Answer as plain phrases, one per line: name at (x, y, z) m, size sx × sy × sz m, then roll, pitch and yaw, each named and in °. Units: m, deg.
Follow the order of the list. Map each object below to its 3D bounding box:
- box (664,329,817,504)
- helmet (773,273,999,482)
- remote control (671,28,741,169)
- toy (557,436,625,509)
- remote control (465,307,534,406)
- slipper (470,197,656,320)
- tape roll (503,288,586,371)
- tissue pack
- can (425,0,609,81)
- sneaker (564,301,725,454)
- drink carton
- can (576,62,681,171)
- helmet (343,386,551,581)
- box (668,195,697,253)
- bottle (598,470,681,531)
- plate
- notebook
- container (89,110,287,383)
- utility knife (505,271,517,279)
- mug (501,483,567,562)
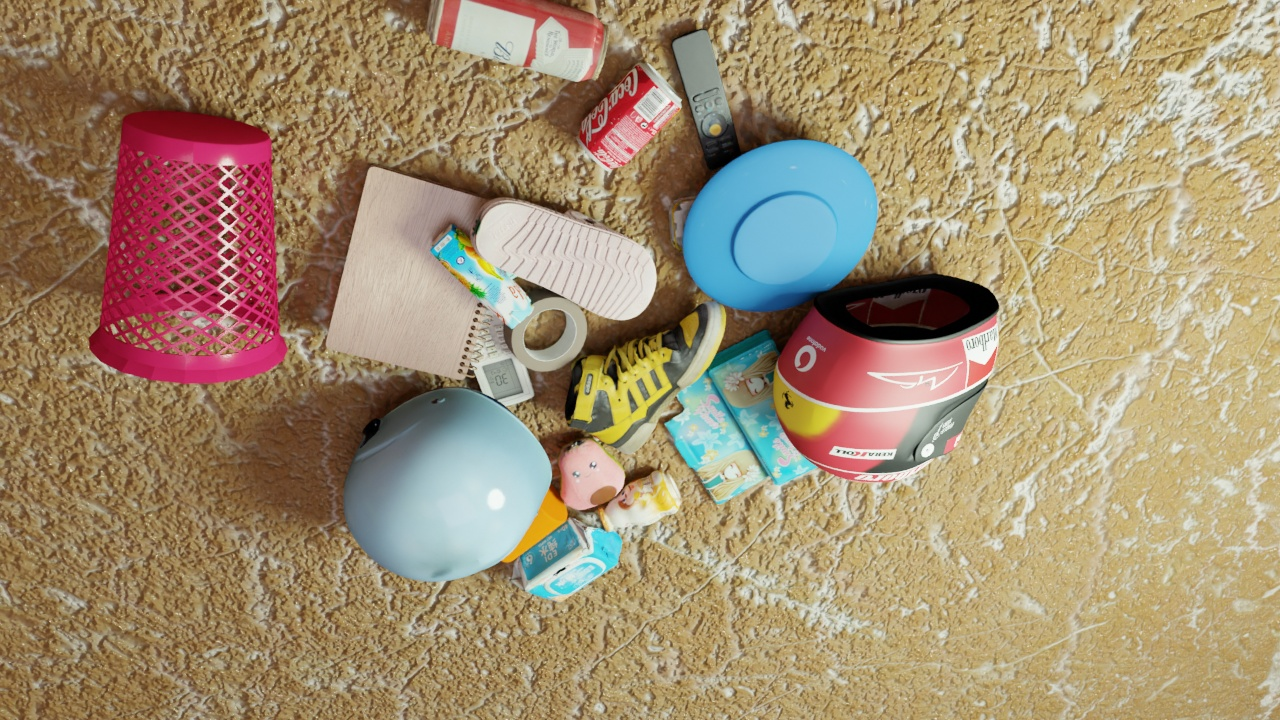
box at (0.134, 0.086, 1.211) m, size 0.182 × 0.039 × 0.227 m, roll -28°, pitch 122°, yaw 8°
helmet at (0.290, 0.033, 1.102) m, size 0.270 × 0.197 × 0.225 m, roll -11°, pitch 121°, yaw -23°
remote control at (0.071, -0.276, 0.978) m, size 0.041 × 0.020 × 0.152 m, roll -20°, pitch 124°, yaw 2°
toy at (-0.071, 0.146, 1.198) m, size 0.090 × 0.051 × 0.110 m, roll -24°, pitch 122°, yaw 4°
remote control at (-0.173, -0.005, 1.101) m, size 0.060 × 0.025 × 0.139 m, roll -15°, pitch 123°, yaw 0°
slipper at (-0.083, -0.121, 1.020) m, size 0.239 × 0.064 × 0.094 m, roll 20°, pitch 107°, yaw -36°
tape roll at (-0.111, -0.035, 1.074) m, size 0.093 × 0.030 × 0.094 m, roll -12°, pitch 120°, yaw -23°
tissue pack at (-0.099, 0.275, 1.256) m, size 0.144 × 0.061 × 0.093 m, roll -38°, pitch 140°, yaw 13°
can at (-0.119, -0.321, 0.889) m, size 0.170 × 0.067 × 0.067 m, roll 10°, pitch 119°, yaw -16°
sneaker at (-0.006, 0.007, 1.100) m, size 0.122 × 0.086 × 0.239 m, roll 21°, pitch 119°, yaw -26°
drink carton at (-0.170, -0.090, 0.994) m, size 0.038 × 0.044 × 0.129 m, roll -42°, pitch 111°, yaw 7°
can at (-0.013, -0.252, 0.952) m, size 0.105 × 0.064 × 0.064 m, roll -42°, pitch 119°, yaw 16°
helmet at (-0.246, 0.163, 1.085) m, size 0.266 × 0.166 × 0.225 m, roll -29°, pitch 108°, yaw 27°
box at (0.137, -0.167, 1.054) m, size 0.210 × 0.044 × 0.066 m, roll -8°, pitch 110°, yaw -5°
bottle at (-0.002, 0.192, 1.233) m, size 0.109 × 0.063 × 0.063 m, roll -25°, pitch 123°, yaw 6°
plate at (0.159, -0.139, 1.024) m, size 0.224 × 0.024 × 0.225 m, roll -6°, pitch 131°, yaw -7°
notebook at (-0.239, -0.091, 1.017) m, size 0.169 × 0.022 × 0.211 m, roll 15°, pitch 108°, yaw -17°
container at (-0.440, -0.118, 0.907) m, size 0.183 × 0.183 × 0.226 m, roll 7°, pitch 113°, yaw -14°
utility knife at (-0.168, -0.090, 1.056) m, size 0.120 × 0.015 × 0.022 m, roll -32°, pitch 154°, yaw 11°
mug at (-0.149, 0.211, 1.220) m, size 0.096 × 0.077 × 0.112 m, roll -38°, pitch 148°, yaw 14°
